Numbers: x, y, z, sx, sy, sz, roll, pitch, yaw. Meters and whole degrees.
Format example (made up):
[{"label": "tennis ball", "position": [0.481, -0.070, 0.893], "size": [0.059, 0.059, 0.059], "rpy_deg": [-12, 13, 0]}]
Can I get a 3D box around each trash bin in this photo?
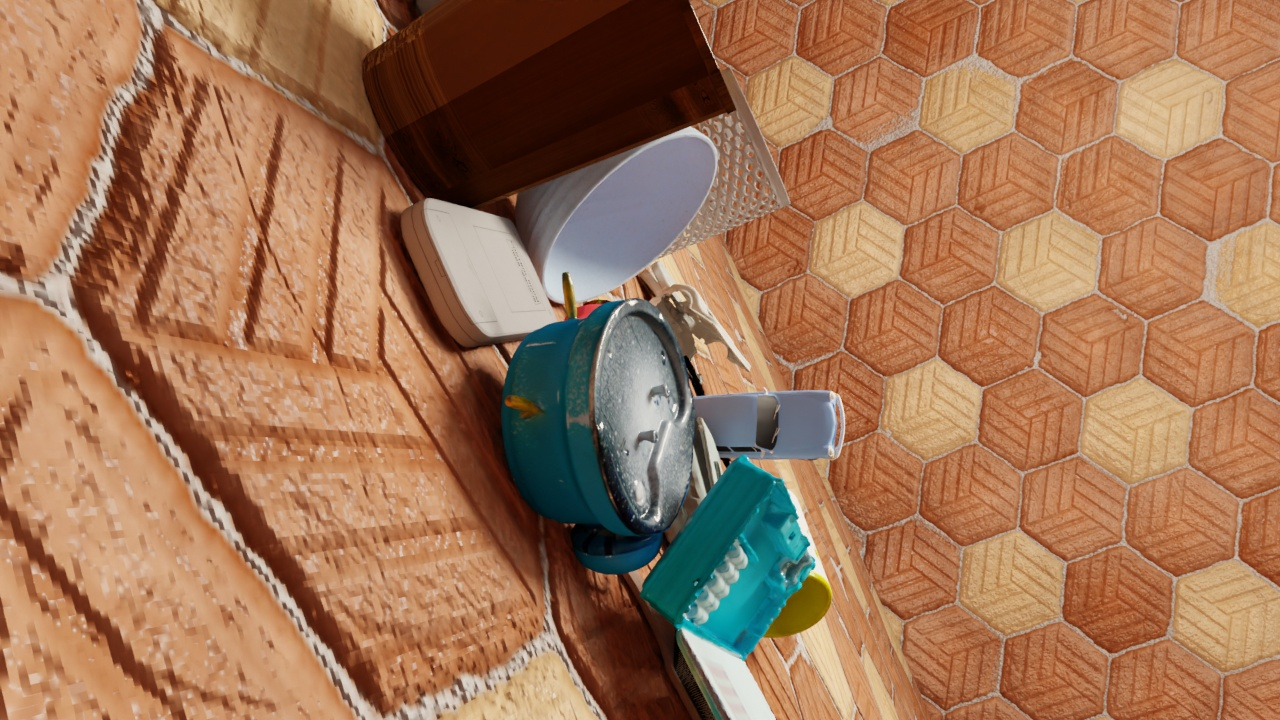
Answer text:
[{"label": "trash bin", "position": [0.045, -0.201, 0.990], "size": [0.156, 0.183, 0.156], "rpy_deg": [61, 12, -23]}]

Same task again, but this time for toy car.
[{"label": "toy car", "position": [0.092, 0.054, 0.766], "size": [0.054, 0.154, 0.056], "rpy_deg": [27, 64, -58]}]

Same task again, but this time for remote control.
[{"label": "remote control", "position": [0.071, 0.057, 0.978], "size": [0.030, 0.009, 0.140], "rpy_deg": [-116, -177, -60]}, {"label": "remote control", "position": [-0.084, -0.045, 0.495], "size": [0.074, 0.019, 0.151], "rpy_deg": [66, 10, 0]}]

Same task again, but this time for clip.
[{"label": "clip", "position": [0.039, -0.036, 0.995], "size": [0.152, 0.104, 0.126], "rpy_deg": [36, -8, 33]}]

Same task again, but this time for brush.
[{"label": "brush", "position": [0.019, 0.164, 0.549], "size": [0.136, 0.015, 0.049], "rpy_deg": [63, 11, -13]}]

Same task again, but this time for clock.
[{"label": "clock", "position": [-0.013, 0.043, 0.472], "size": [0.116, 0.060, 0.161], "rpy_deg": [-70, 147, -44]}]

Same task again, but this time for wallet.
[{"label": "wallet", "position": [0.045, 0.115, 0.694], "size": [0.100, 0.054, 0.131], "rpy_deg": [44, 30, -60]}]

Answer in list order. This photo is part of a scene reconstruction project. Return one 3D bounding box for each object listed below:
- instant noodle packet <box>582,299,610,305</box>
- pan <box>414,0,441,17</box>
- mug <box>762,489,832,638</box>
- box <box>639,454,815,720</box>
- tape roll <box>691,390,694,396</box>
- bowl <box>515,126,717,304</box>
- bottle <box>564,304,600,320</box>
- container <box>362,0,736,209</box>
[{"label": "instant noodle packet", "position": [-0.004, 0.004, 0.718], "size": [0.098, 0.040, 0.135], "rpy_deg": [64, 9, 11]}, {"label": "pan", "position": [-0.147, -0.292, 0.668], "size": [0.357, 0.041, 0.178], "rpy_deg": [61, 14, 4]}, {"label": "mug", "position": [0.111, 0.171, 0.791], "size": [0.082, 0.083, 0.106], "rpy_deg": [58, 13, -34]}, {"label": "box", "position": [0.060, 0.164, 0.546], "size": [0.227, 0.084, 0.171], "rpy_deg": [57, 36, -63]}, {"label": "tape roll", "position": [0.041, 0.039, 0.914], "size": [0.093, 0.013, 0.093], "rpy_deg": [61, 12, -23]}, {"label": "bowl", "position": [-0.028, -0.117, 0.624], "size": [0.075, 0.150, 0.150], "rpy_deg": [49, 6, 19]}, {"label": "bottle", "position": [-0.037, -0.003, 0.567], "size": [0.042, 0.042, 0.141], "rpy_deg": [63, 12, -13]}, {"label": "container", "position": [-0.051, -0.161, 0.503], "size": [0.132, 0.167, 0.132], "rpy_deg": [61, 13, -24]}]
